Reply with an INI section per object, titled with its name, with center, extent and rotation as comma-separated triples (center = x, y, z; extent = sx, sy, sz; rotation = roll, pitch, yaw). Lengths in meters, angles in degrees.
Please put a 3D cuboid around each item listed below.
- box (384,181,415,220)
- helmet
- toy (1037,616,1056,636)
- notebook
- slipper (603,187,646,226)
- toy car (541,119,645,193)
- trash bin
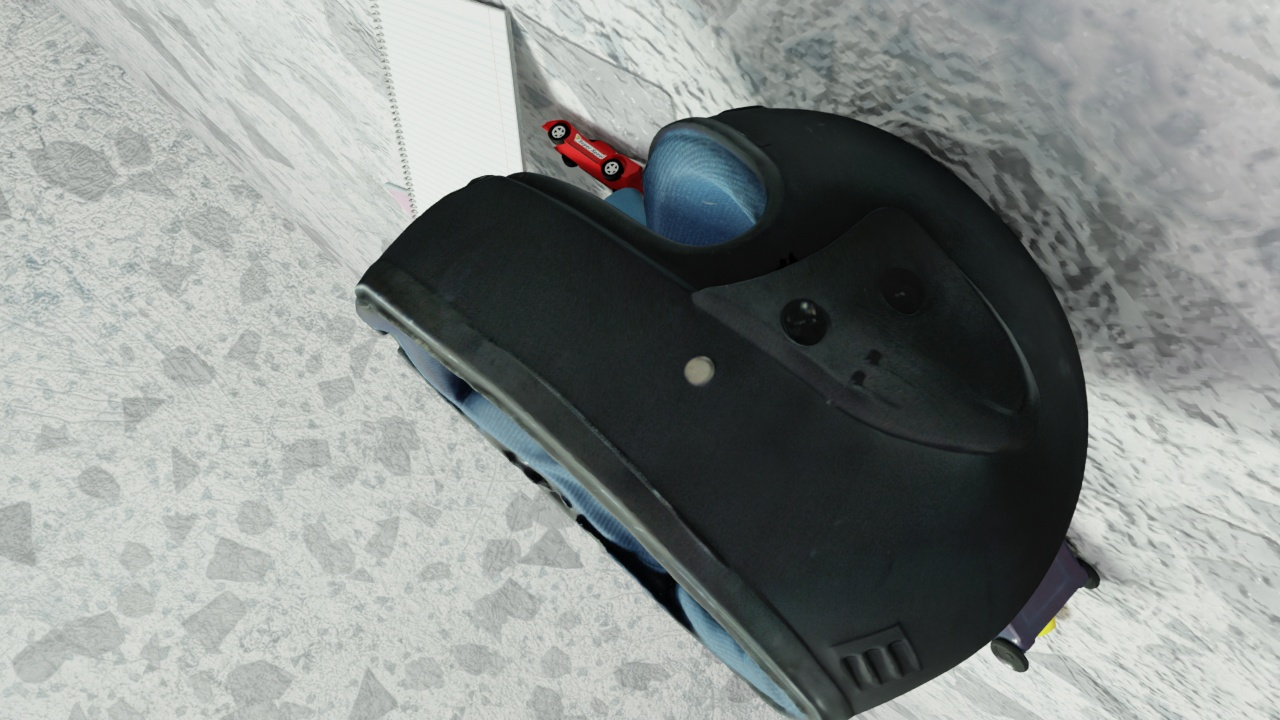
[box]
center = -0.208, -0.137, 1.169
extent = 0.179, 0.039, 0.233
rotation = 29, 163, 28
[helmet]
center = 0.057, -0.002, 0.443
extent = 0.316, 0.235, 0.249
rotation = 42, 166, 3
[toy]
center = 0.321, 0.211, 0.813
extent = 0.094, 0.041, 0.095
rotation = 18, 154, 47
[notebook]
center = -0.148, -0.172, 0.739
extent = 0.178, 0.013, 0.246
rotation = 30, 138, 35
[slipper]
center = -0.001, -0.082, 0.657
extent = 0.103, 0.059, 0.214
rotation = 34, -179, -41
[toy car]
center = -0.033, -0.149, 0.678
extent = 0.089, 0.025, 0.038
rotation = 38, 173, 23
[trash bin]
center = 0.254, 0.160, 0.725
extent = 0.092, 0.093, 0.161
rotation = 54, 162, -14
